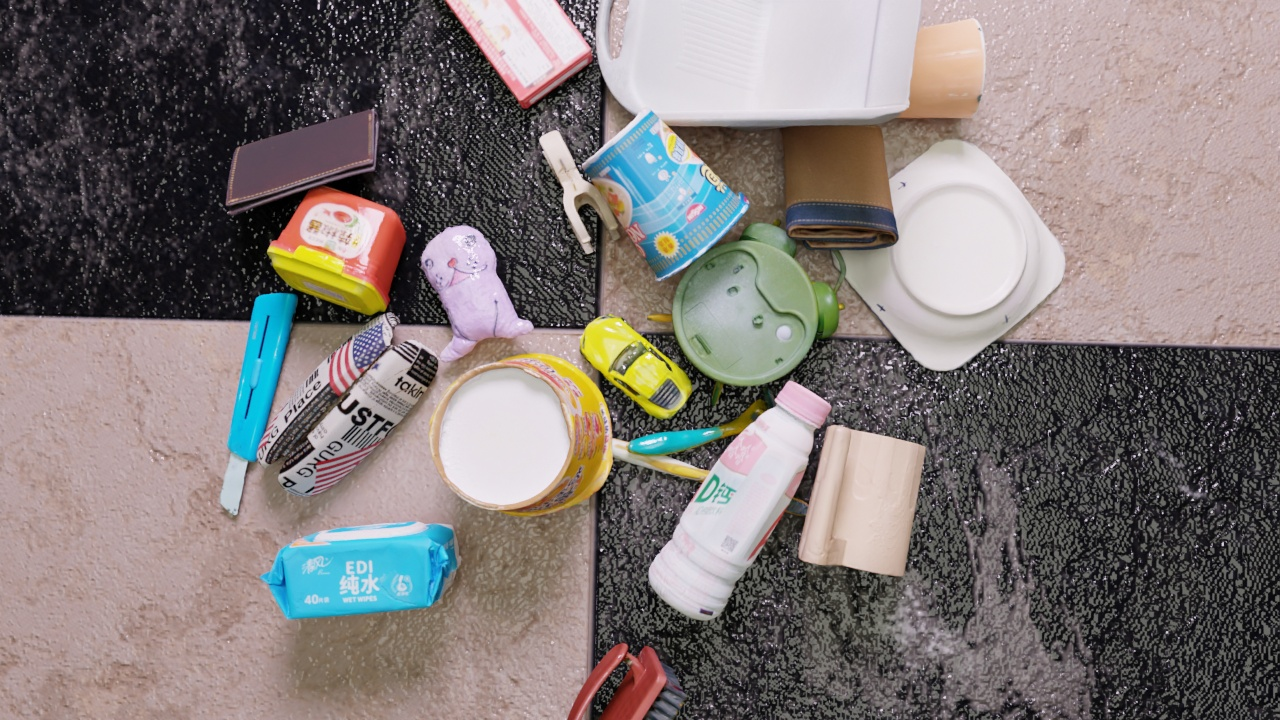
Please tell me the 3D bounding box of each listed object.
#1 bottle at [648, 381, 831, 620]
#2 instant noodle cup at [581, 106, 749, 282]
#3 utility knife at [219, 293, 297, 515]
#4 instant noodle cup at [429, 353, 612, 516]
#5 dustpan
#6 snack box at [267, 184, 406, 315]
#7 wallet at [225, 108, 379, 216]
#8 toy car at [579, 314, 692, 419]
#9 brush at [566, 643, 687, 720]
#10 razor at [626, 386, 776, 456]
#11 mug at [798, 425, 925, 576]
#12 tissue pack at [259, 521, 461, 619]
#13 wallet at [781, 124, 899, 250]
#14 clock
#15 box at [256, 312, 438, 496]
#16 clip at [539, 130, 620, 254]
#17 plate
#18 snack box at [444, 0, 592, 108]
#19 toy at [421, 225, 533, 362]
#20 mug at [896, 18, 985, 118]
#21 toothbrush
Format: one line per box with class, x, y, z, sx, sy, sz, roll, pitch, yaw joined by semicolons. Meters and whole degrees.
bottle;0.082;0.109;0.724;0.068;0.068;0.197;32;99;1
instant noodle cup;0.015;-0.135;0.725;0.099;0.099;0.110;-42;101;-2
utility knife;-0.324;0.035;0.769;0.034;0.018;0.191;12;89;0
instant noodle cup;-0.096;0.058;0.717;0.138;0.110;0.138;0;86;4
dustpan;0.077;-0.282;0.697;0.142;0.258;0.222;10;87;-23
snack box;-0.242;-0.091;0.748;0.091;0.082;0.080;19;74;0
wallet;-0.274;-0.165;0.749;0.122;0.020;0.096;-17;44;0
toy car;-0.005;0.004;0.763;0.105;0.032;0.048;40;89;3
brush;-0.029;0.301;0.736;0.069;0.063;0.146;32;90;-11
razor;0.053;0.059;0.762;0.132;0.028;0.043;-15;64;-4
mug;0.166;0.107;0.718;0.084;0.124;0.103;9;85;38
tissue pack;-0.215;0.163;0.727;0.140;0.090;0.063;-4;87;0
wallet;0.160;-0.145;0.749;0.090;0.033;0.115;2;62;-3
clock;0.097;-0.047;0.753;0.161;0.056;0.116;-37;89;-1
box;-0.249;0.029;0.754;0.163;0.076;0.088;-46;66;1
clip;-0.052;-0.141;0.752;0.035;0.082;0.104;-25;99;-1
plate;0.262;-0.091;0.766;0.164;0.034;0.163;-40;88;-2
snack box;-0.114;-0.297;0.778;0.075;0.025;0.153;-36;88;0
toy;-0.144;-0.059;0.762;0.084;0.039;0.108;-22;89;8
mug;0.210;-0.235;0.754;0.123;0.078;0.078;-3;88;5
toothbrush;0.052;0.097;0.766;0.191;0.018;0.016;18;86;1
